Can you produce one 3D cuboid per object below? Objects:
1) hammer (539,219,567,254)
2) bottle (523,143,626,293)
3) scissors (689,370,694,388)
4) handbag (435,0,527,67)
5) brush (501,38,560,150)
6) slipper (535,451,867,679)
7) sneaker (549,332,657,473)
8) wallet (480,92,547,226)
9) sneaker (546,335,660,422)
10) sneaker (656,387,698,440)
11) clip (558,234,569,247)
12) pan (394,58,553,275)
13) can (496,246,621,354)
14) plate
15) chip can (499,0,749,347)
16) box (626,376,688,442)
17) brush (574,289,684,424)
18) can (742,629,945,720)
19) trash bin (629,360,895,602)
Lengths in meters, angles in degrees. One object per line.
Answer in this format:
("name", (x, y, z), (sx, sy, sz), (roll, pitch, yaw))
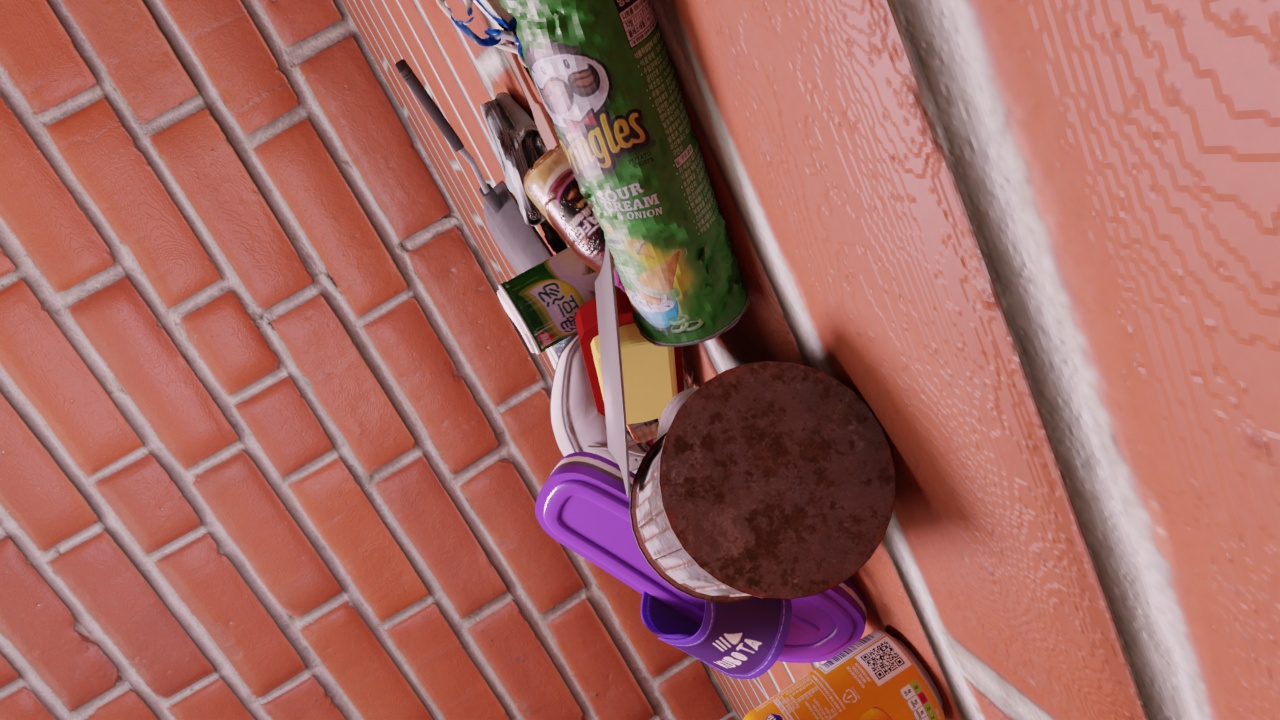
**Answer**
("hammer", (-0.022, -0.029, 1.017), (0.316, 0.028, 0.147), (57, 177, 23))
("bottle", (-0.018, -0.089, 0.700), (0.166, 0.059, 0.060), (51, 171, 3))
("scissors", (0.047, 0.095, 0.895), (0.015, 0.179, 0.193), (16, -174, 18))
("handbag", (-0.094, -0.241, 0.551), (0.200, 0.093, 0.200), (54, 177, 34))
("brush", (-0.088, -0.224, 0.805), (0.135, 0.015, 0.050), (66, 170, 1))
("slipper", (0.034, 0.173, 0.690), (0.266, 0.083, 0.107), (29, 127, 2))
("sneaker", (-0.011, 0.088, 0.993), (0.129, 0.096, 0.263), (-1, 118, 31))
("wallet", (-0.119, -0.204, 0.916), (0.131, 0.054, 0.100), (-127, 18, -51))
("sneaker", (-0.046, 0.008, 1.101), (0.235, 0.087, 0.079), (52, 163, 29))
("sneaker", (0.053, 0.123, 0.774), (0.088, 0.118, 0.241), (36, 141, 57))
("clip", (-0.038, -0.078, 0.940), (0.171, 0.029, 0.141), (55, 169, 33))
("pan", (-0.155, -0.166, 0.965), (0.178, 0.041, 0.357), (57, 180, 42))
("can", (-0.055, -0.062, 0.779), (0.067, 0.121, 0.067), (58, 172, 13))
("plate", (-0.020, 0.003, 0.620), (0.178, 0.012, 0.178), (172, 94, -87))
("chip can", (-0.002, -0.109, 0.493), (0.075, 0.075, 0.223), (49, 166, 52))
("box", (0.001, 0.008, 0.876), (0.043, 0.083, 0.187), (-108, -5, -47))
("brush", (-0.005, 0.005, 0.789), (0.174, 0.082, 0.041), (81, 176, -59))
("can", (0.140, 0.262, 0.658), (0.079, 0.142, 0.079), (58, 171, 14))
("trash bin", (0.063, 0.084, 0.567), (0.131, 0.130, 0.211), (59, 170, 10))
